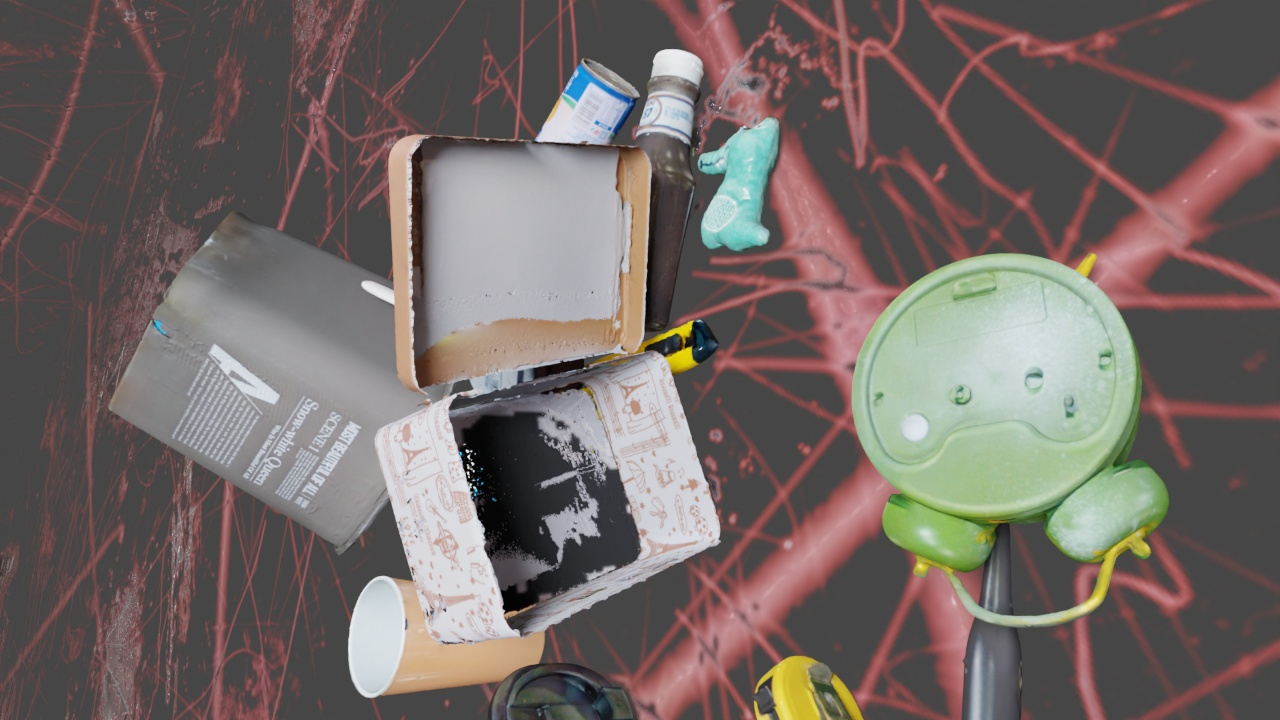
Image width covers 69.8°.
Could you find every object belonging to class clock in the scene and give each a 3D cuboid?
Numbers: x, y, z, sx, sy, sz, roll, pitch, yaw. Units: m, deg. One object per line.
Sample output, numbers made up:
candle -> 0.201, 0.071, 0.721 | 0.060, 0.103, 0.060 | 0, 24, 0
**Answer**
clock -> -0.094, -0.007, 0.679 | 0.122, 0.055, 0.082 | 28, 122, 39
clock -> 0.158, 0.032, 0.397 | 0.116, 0.056, 0.161 | -14, 62, 34

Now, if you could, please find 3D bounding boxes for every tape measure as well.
tape measure -> 0.086, 0.174, 0.453 | 0.029, 0.060, 0.057 | -50, 40, 29

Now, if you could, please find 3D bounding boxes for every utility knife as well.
utility knife -> -0.004, 0.004, 0.643 | 0.155, 0.015, 0.033 | -22, 61, 45

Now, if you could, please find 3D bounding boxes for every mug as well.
mug -> -0.133, 0.197, 0.651 | 0.078, 0.122, 0.078 | -19, 64, 44

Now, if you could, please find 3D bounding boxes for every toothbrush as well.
toothbrush -> 0.156, 0.135, 0.409 | 0.027, 0.026, 0.212 | -2, 74, 31
toothbrush -> -0.146, -0.029, 0.736 | 0.180, 0.016, 0.016 | 24, 108, 10

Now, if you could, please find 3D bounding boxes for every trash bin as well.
trash bin -> -0.288, 0.010, 0.771 | 0.199, 0.219, 0.198 | -49, 23, 25

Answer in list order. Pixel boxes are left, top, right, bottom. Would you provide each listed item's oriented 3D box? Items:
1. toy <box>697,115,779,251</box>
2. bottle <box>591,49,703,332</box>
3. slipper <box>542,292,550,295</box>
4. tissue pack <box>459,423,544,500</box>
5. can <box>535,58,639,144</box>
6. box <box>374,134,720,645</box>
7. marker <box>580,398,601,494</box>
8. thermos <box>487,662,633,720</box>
toy -> 0.063, -0.114, 0.595 | 0.097, 0.030, 0.092 | 11, 82, 58
bottle -> 0.008, -0.118, 0.641 | 0.080, 0.044, 0.194 | 3, 80, 63
slipper -> -0.105, -0.100, 0.675 | 0.269, 0.110, 0.083 | 154, 117, -70
tissue pack -> -0.130, 0.096, 0.724 | 0.140, 0.063, 0.090 | -24, 60, 43
can -> -0.057, -0.167, 0.730 | 0.135, 0.053, 0.053 | -55, 44, 23
box -> -0.055, 0.010, 0.526 | 0.107, 0.177, 0.272 | -4, 96, 43
marker -> -0.039, 0.088, 0.659 | 0.018, 0.015, 0.124 | 0, 80, 52
thermos -> -0.069, 0.266, 0.589 | 0.093, 0.093, 0.143 | 55, 128, 43
